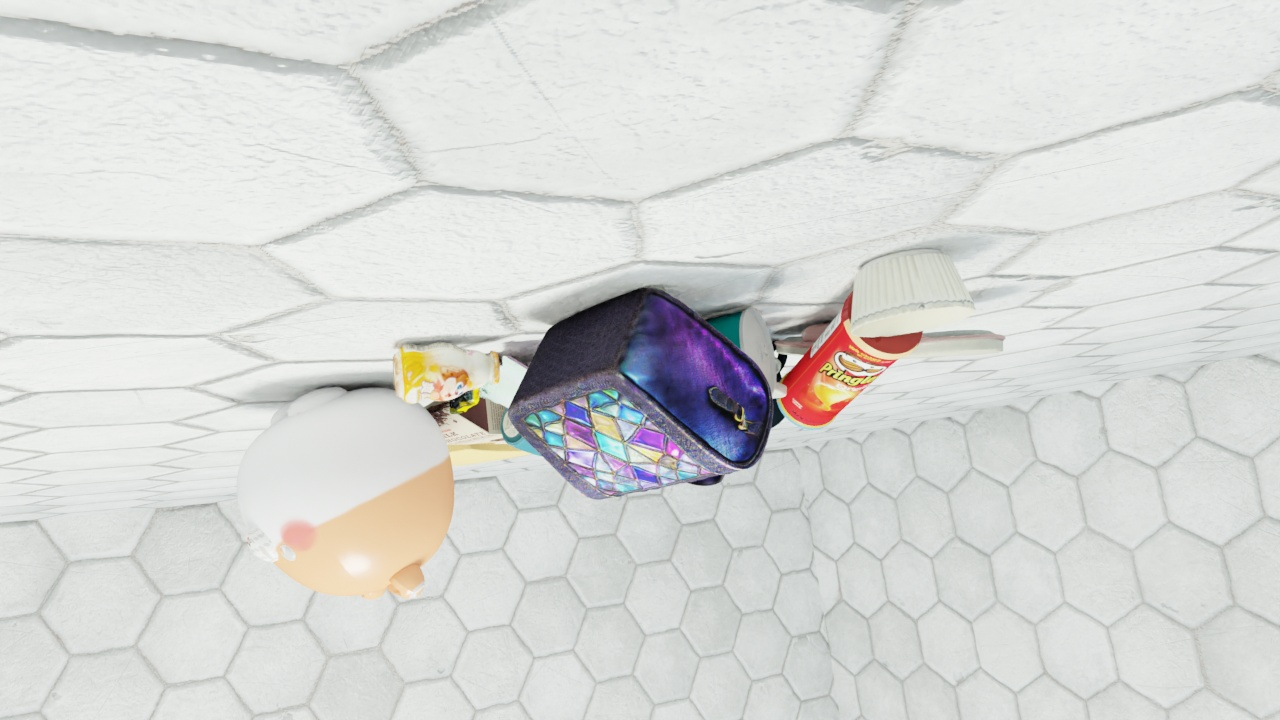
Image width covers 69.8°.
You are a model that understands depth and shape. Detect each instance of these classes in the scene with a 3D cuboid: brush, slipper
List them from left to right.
[{"bbox_3d":[-0.295,0.125,1.518,0.195,0.075,0.249,-12,169,26],"label":"brush"},{"bbox_3d":[0.302,-0.030,1.131,0.275,0.054,0.114,-1,177,21],"label":"slipper"}]

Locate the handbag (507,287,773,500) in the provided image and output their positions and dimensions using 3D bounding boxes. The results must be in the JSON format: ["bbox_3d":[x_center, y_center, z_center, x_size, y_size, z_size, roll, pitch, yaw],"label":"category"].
[{"bbox_3d":[0.006,0.054,0.915,0.205,0.125,0.222,-19,128,43],"label":"handbag"}]

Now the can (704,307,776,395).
[{"bbox_3d":[0.066,0.005,1.026,0.144,0.099,0.099,-12,169,26],"label":"can"}]

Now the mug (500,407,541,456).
[{"bbox_3d":[-0.145,0.083,1.297,0.104,0.112,0.085,13,133,-47],"label":"mug"}]

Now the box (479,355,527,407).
[{"bbox_3d":[-0.125,0.040,1.126,0.159,0.035,0.231,20,160,-3],"label":"box"}]

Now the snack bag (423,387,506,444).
[{"bbox_3d":[-0.230,0.080,1.324,0.095,0.070,0.206,-14,168,35],"label":"snack bag"}]

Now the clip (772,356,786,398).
[{"bbox_3d":[0.110,0.050,1.110,0.125,0.081,0.148,23,136,-31],"label":"clip"}]

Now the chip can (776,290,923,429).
[{"bbox_3d":[0.228,0.002,1.031,0.087,0.087,0.214,-5,156,-16],"label":"chip can"}]

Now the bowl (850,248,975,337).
[{"bbox_3d":[0.254,-0.065,0.875,0.115,0.062,0.115,-7,170,-1],"label":"bowl"}]

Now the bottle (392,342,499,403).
[{"bbox_3d":[-0.204,0.011,0.968,0.108,0.063,0.063,-5,170,-18],"label":"bottle"}]

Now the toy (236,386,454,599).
[{"bbox_3d":[-0.366,0.172,1.158,0.264,0.280,0.264,-26,-176,-40],"label":"toy"}]

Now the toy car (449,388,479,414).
[{"bbox_3d":[-0.223,0.039,1.156,0.030,0.049,0.107,-5,171,-26],"label":"toy car"}]

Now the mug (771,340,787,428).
[{"bbox_3d":[0.155,0.021,1.208,0.085,0.094,0.121,21,-124,41],"label":"mug"}]
